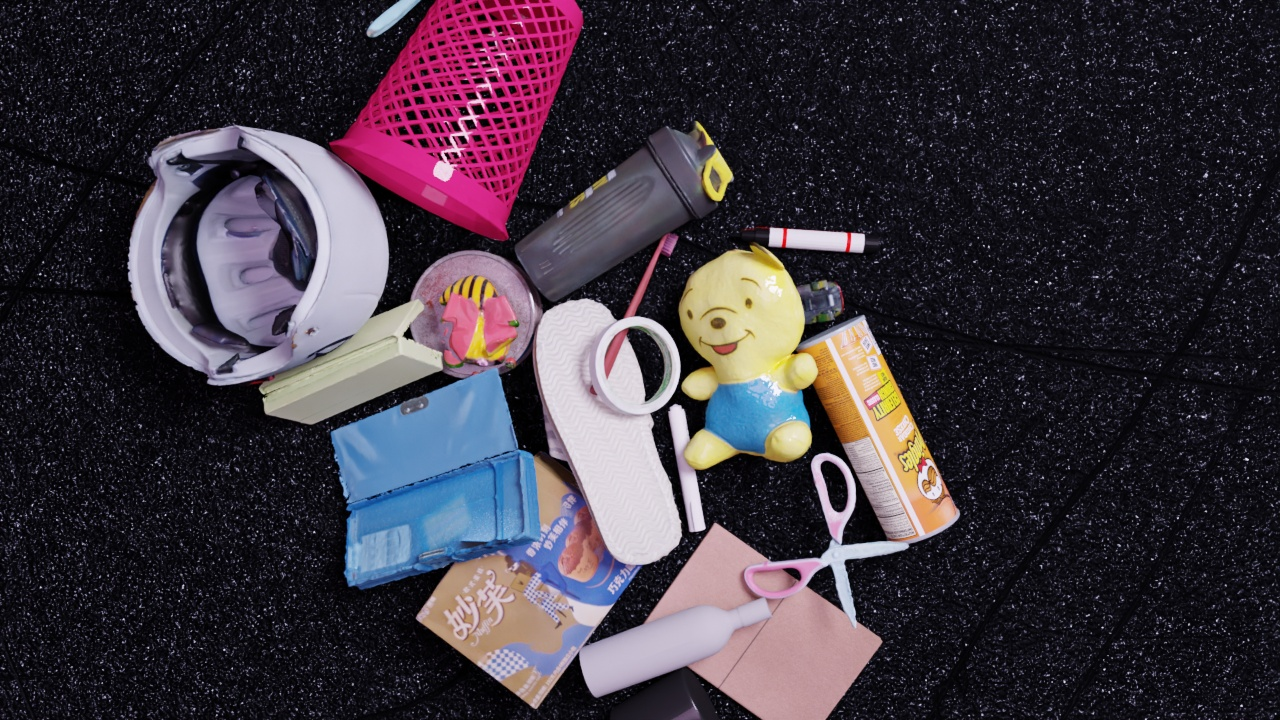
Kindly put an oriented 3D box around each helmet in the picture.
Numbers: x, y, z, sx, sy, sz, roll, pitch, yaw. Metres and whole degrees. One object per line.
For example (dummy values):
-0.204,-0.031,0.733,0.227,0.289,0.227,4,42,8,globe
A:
-0.360,-0.101,0.899,0.265,0.163,0.236,-18,88,27,helmet

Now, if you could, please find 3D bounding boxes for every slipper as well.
-0.035,0.070,0.913,0.114,0.054,0.272,-12,75,-23,slipper

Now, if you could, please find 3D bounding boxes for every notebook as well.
0.123,0.287,0.955,0.209,0.008,0.141,35,94,2,notebook

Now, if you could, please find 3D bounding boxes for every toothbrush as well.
-0.005,-0.049,0.917,0.016,0.016,0.189,26,72,-5,toothbrush
-0.214,-0.395,0.952,0.181,0.016,0.016,-38,90,6,toothbrush

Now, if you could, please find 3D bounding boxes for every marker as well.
0.166,-0.123,0.930,0.145,0.019,0.019,4,92,4,marker
0.047,0.111,0.948,0.017,0.020,0.133,-10,91,1,marker

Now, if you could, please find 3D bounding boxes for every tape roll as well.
-0.005,0.005,0.892,0.093,0.018,0.093,3,84,-28,tape roll

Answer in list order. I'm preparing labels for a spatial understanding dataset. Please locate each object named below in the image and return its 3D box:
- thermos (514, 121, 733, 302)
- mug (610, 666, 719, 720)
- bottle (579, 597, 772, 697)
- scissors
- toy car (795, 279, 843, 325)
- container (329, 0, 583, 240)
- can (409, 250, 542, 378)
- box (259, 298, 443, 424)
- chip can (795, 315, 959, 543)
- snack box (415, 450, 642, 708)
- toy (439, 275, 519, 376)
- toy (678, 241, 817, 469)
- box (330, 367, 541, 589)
-0.016,-0.145,0.910,0.221,0.098,0.098,-33,89,9,thermos
0.036,0.380,0.939,0.088,0.078,0.113,-32,116,5,mug
0.038,0.283,0.930,0.195,0.052,0.052,-22,90,6,bottle
0.177,0.181,0.908,0.171,0.013,0.172,-15,82,28,scissors
0.158,-0.055,0.924,0.091,0.036,0.042,-12,93,16,toy car
-0.160,-0.259,0.883,0.183,0.183,0.225,26,86,3,container
-0.169,-0.047,0.947,0.130,0.044,0.130,0,92,5,can
-0.296,0.008,0.923,0.188,0.077,0.090,-18,89,22,box
0.232,0.068,0.904,0.075,0.075,0.215,-26,90,5,chip can
-0.105,0.221,0.940,0.155,0.069,0.203,36,95,3,snack box
-0.160,-0.035,0.903,0.084,0.046,0.103,-21,86,18,toy
0.102,-0.004,0.896,0.149,0.083,0.214,-7,95,38,toy
-0.210,0.123,0.926,0.232,0.047,0.176,-19,73,25,box
